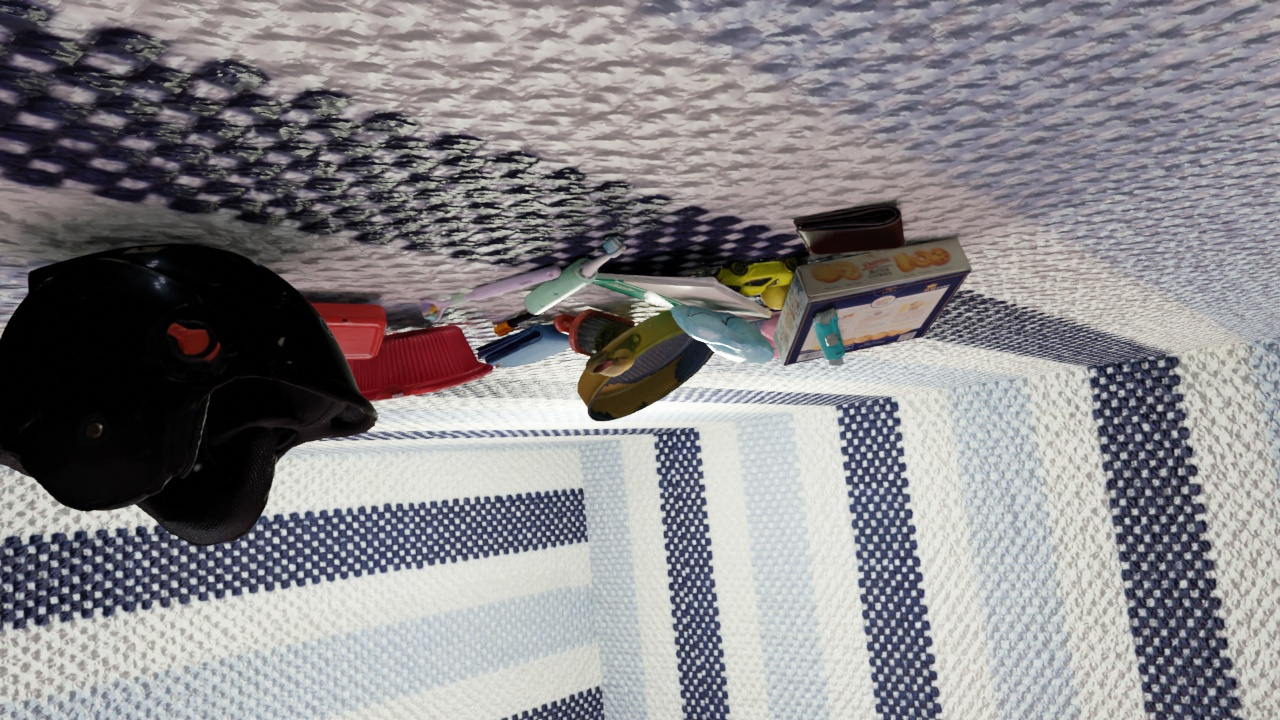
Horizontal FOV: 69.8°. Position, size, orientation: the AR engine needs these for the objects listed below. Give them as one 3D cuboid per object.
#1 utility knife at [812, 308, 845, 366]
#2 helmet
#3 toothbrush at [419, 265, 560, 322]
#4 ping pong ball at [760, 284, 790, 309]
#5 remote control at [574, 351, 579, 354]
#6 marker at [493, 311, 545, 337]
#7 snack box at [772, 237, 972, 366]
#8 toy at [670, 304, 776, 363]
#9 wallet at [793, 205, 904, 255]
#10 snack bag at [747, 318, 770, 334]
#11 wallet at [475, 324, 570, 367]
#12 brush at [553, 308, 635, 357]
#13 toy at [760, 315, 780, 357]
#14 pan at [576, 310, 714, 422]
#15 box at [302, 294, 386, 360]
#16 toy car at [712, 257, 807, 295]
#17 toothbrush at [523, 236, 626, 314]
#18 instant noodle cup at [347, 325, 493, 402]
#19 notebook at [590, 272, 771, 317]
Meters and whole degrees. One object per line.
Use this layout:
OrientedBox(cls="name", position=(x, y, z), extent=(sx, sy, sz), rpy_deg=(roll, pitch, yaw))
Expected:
OrientedBox(cls="utility knife", position=(0.215, -0.021, 1.030), extent=(0.029, 0.013, 0.179), rpy_deg=(-17, 158, 12))
OrientedBox(cls="helmet", position=(-0.357, 0.019, 0.723), extent=(0.274, 0.230, 0.234), rpy_deg=(-12, 166, -12))
OrientedBox(cls="toothbrush", position=(-0.158, -0.072, 0.957), extent=(0.190, 0.029, 0.021), rpy_deg=(-13, -151, 33))
OrientedBox(cls="ping pong ball", position=(0.158, -0.079, 1.052), extent=(0.040, 0.040, 0.040), rpy_deg=(-6, 172, -1))
OrientedBox(cls="remote control", position=(-0.052, -0.027, 1.313), extent=(0.049, 0.024, 0.125), rpy_deg=(-2, 172, -24))
OrientedBox(cls="marker", position=(-0.151, -0.047, 1.134), extent=(0.018, 0.015, 0.124), rpy_deg=(-7, 174, -34))
OrientedBox(cls="snack box", position=(0.253, -0.062, 1.032), extent=(0.178, 0.045, 0.183), rpy_deg=(-11, 158, -5))
OrientedBox(cls="toy", position=(0.100, -0.029, 1.048), extent=(0.156, 0.050, 0.161), rpy_deg=(24, -175, -24))
OrientedBox(cls="wallet", position=(0.202, -0.121, 0.878), extent=(0.096, 0.020, 0.122), rpy_deg=(-3, 174, 17))
OrientedBox(cls="snack bag", position=(0.167, -0.041, 1.335), extent=(0.191, 0.039, 0.110), rpy_deg=(-5, -177, 2))
OrientedBox(cls="wallet", position=(-0.138, -0.022, 1.201), extent=(0.107, 0.040, 0.133), rpy_deg=(-20, 172, 24))
OrientedBox(cls="brush", position=(-0.054, -0.033, 1.172), extent=(0.069, 0.063, 0.145), rpy_deg=(23, -176, 26))
OrientedBox(cls="toy", position=(0.239, -0.041, 1.217), extent=(0.195, 0.074, 0.178), rpy_deg=(-15, 166, 21))
OrientedBox(cls="pan", position=(-0.006, 0.006, 1.097), extent=(0.198, 0.078, 0.357), rpy_deg=(-37, 160, 9))
OrientedBox(cls="box", position=(-0.378, -0.027, 0.960), extent=(0.200, 0.073, 0.155), rpy_deg=(-2, 174, -29))
OrientedBox(cls="toy car", position=(0.131, -0.089, 0.994), extent=(0.105, 0.032, 0.048), rpy_deg=(-7, 171, -5))
OrientedBox(cls="toothbrush", position=(-0.067, -0.082, 0.919), extent=(0.027, 0.026, 0.225), rpy_deg=(43, 154, -14))
OrientedBox(cls="instant noodle cup", position=(-0.275, 0.000, 1.093), extent=(0.194, 0.066, 0.193), rpy_deg=(-8, -171, 1))
OrientedBox(cls="notebook", position=(0.045, -0.072, 1.005), extent=(0.150, 0.012, 0.209), rpy_deg=(6, 177, 24))
